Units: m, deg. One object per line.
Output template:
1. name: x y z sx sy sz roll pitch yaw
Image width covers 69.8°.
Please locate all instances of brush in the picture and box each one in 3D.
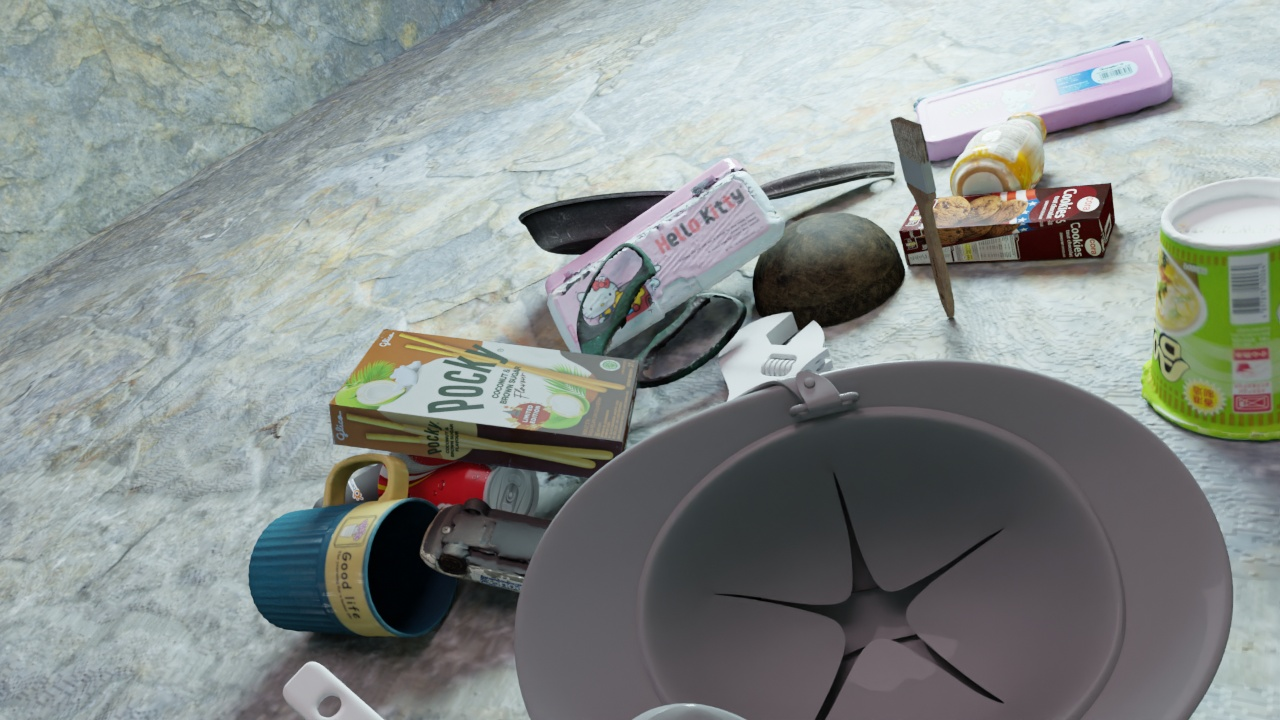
1. brush: 0.195 -0.093 0.620 0.008 0.143 0.045 -20 21 3

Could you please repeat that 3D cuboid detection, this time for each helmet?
1. helmet: 0.091 0.108 0.399 0.271 0.118 0.183 -14 66 7

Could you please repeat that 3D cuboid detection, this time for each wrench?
1. wrench: 0.049 0.054 0.615 0.087 0.018 0.272 4 41 40

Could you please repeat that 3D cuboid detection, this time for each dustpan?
1. dustpan: -0.012 0.178 0.279 0.257 0.033 0.162 38 60 8

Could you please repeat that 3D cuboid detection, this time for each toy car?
1. toy car: -0.077 0.118 0.560 0.113 0.041 0.048 11 43 9

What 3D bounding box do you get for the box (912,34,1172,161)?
1. box: 0.370 -0.257 0.871 0.214 0.049 0.149 -12 28 20

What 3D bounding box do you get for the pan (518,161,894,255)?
1. pan: 0.064 -0.144 0.864 0.357 0.055 0.187 -5 0 0

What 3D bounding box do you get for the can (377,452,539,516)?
1. can: -0.126 0.088 0.632 0.105 0.064 0.064 0 37 36

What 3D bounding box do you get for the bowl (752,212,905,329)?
1. bowl: 0.143 -0.083 0.729 0.121 0.056 0.121 -18 30 10

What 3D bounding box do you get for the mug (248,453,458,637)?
1. mug: -0.181 0.117 0.587 0.107 0.083 0.113 -9 72 31

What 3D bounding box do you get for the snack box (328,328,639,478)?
1. snack box: -0.099 0.027 0.620 0.186 0.032 0.100 7 31 3

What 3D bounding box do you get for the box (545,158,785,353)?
1. box: 0.024 -0.072 0.765 0.202 0.087 0.102 -33 52 9

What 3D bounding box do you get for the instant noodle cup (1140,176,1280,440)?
1. instant noodle cup: 0.312 -0.030 0.473 0.099 0.108 0.098 -16 30 10

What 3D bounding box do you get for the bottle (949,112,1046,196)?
1. bottle: 0.297 -0.163 0.746 0.063 0.063 0.108 5 40 40

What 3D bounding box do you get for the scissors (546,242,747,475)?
1. scissors: -0.003 0.008 0.684 0.147 0.015 0.209 16 70 21

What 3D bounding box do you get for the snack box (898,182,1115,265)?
1. snack box: 0.274 -0.101 0.692 0.141 0.032 0.050 2 38 37

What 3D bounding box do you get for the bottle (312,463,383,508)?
1. bottle: -0.224 0.110 0.700 0.112 0.030 0.030 -31 30 -14
